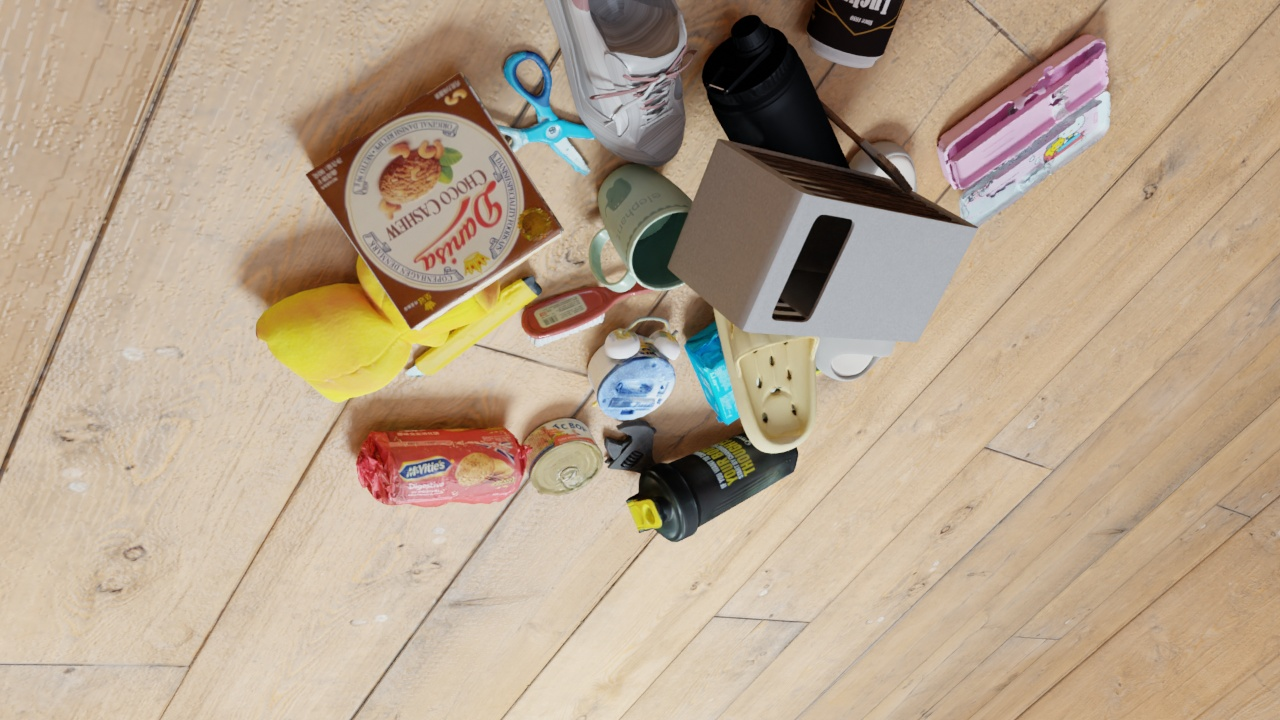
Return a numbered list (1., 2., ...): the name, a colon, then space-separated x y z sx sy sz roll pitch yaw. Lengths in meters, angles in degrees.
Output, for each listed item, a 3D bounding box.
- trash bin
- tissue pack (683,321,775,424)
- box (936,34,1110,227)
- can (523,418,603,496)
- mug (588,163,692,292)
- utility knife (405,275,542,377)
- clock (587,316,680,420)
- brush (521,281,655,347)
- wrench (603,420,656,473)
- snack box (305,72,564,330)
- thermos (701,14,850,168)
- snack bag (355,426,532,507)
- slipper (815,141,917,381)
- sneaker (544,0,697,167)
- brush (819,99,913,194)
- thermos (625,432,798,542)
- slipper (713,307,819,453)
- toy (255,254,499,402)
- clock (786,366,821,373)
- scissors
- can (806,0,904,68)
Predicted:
1. trash bin: 0.158 -0.098 0.788 0.228 0.114 0.115 2 121 -38
2. tissue pack: 0.108 0.002 1.034 0.093 0.061 0.144 -32 139 -6
3. box: 0.425 -0.244 1.007 0.201 0.037 0.153 -35 140 4
4. can: -0.089 0.109 1.034 0.086 0.043 0.086 -16 135 -16
5. mug: -0.002 -0.115 0.828 0.111 0.104 0.084 -47 136 15
6. utility knife: -0.161 -0.030 0.882 0.159 0.017 0.030 -38 133 6
7. clock: -0.006 0.006 0.978 0.088 0.052 0.126 3 128 -31
8. brush: -0.037 -0.057 0.916 0.172 0.041 0.030 -22 154 -13
9. wrench: 0.024 0.152 1.160 0.073 0.018 0.273 -34 139 1
10. snack box: -0.157 -0.122 0.720 0.143 0.041 0.147 -33 98 0
11. thermos: 0.121 -0.212 0.822 0.086 0.086 0.198 -37 138 5
12. snack bag: -0.203 0.110 0.945 0.176 0.082 0.082 0 129 -29
13. slipper: 0.254 -0.092 0.970 0.112 0.081 0.266 -7 115 -34
14. sneaker: -0.003 -0.235 0.720 0.099 0.089 0.236 -35 138 -7
15. brush: 0.193 -0.203 0.829 0.008 0.143 0.045 -44 145 15
16. thermos: 0.089 0.148 1.128 0.220 0.098 0.098 -22 138 -28
17. slipper: 0.143 -0.022 0.946 0.111 0.079 0.261 -15 107 -17
18. toy: -0.216 -0.033 0.797 0.194 0.087 0.134 -31 142 -2
19. clock: 0.199 -0.040 1.052 0.083 0.057 0.119 -2 124 -28
20. scissors: -0.076 -0.206 0.770 0.139 0.013 0.118 -1 126 -30
21. can: 0.191 -0.320 0.771 0.071 0.072 0.129 -5 132 -26
